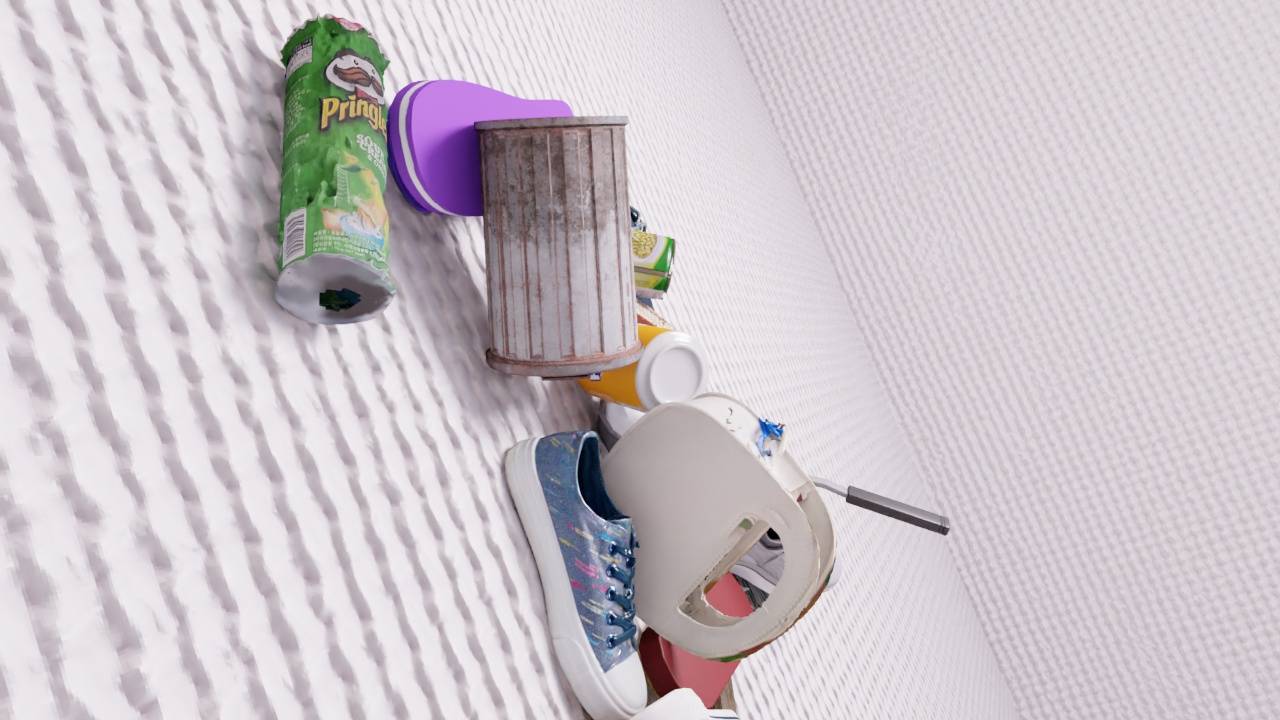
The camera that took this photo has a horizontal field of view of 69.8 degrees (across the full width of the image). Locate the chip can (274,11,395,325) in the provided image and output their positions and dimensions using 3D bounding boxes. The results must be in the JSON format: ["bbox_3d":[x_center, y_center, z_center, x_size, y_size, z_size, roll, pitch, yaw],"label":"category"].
[{"bbox_3d":[-0.206,-0.131,0.619,0.075,0.076,0.223,37,35,-53],"label":"chip can"}]

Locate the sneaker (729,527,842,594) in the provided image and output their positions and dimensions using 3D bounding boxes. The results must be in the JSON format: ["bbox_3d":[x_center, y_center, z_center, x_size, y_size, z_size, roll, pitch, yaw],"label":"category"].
[{"bbox_3d":[0.160,0.193,1.011,0.263,0.129,0.096,27,51,-38],"label":"sneaker"}]

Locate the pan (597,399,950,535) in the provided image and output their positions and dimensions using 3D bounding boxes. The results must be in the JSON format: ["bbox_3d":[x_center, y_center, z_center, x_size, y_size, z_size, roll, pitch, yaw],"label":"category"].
[{"bbox_3d":[0.125,0.109,0.900,0.178,0.357,0.041,-57,164,-67],"label":"pan"}]

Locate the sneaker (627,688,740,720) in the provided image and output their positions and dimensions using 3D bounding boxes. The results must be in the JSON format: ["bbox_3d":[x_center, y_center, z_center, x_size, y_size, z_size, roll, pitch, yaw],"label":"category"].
[{"bbox_3d":[0.041,0.316,0.705,0.087,0.118,0.241,58,8,33],"label":"sneaker"}]

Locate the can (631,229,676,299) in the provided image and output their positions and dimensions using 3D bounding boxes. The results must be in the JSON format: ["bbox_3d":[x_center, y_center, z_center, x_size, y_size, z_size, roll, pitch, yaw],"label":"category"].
[{"bbox_3d":[-0.030,-0.105,0.942,0.067,0.121,0.067,-171,-89,-81],"label":"can"}]

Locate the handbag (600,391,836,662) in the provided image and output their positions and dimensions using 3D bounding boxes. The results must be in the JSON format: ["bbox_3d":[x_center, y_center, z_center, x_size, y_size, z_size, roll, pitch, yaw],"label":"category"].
[{"bbox_3d":[0.061,0.139,0.762,0.199,0.201,0.092,47,23,19],"label":"handbag"}]

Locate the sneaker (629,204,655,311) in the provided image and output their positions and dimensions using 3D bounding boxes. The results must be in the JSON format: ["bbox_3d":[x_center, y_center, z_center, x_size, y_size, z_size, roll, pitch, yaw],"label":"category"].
[{"bbox_3d":[-0.031,-0.127,1.020,0.235,0.087,0.089,56,23,-24],"label":"sneaker"}]

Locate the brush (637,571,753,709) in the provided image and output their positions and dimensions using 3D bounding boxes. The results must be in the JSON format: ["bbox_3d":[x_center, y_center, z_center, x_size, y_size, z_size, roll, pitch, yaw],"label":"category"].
[{"bbox_3d":[0.050,0.256,0.844,0.082,0.042,0.173,58,28,2],"label":"brush"}]

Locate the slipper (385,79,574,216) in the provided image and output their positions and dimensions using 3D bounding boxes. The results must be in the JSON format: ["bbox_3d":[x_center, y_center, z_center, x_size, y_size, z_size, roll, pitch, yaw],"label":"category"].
[{"bbox_3d":[-0.152,-0.185,0.800,0.265,0.084,0.107,-32,124,-63],"label":"slipper"}]

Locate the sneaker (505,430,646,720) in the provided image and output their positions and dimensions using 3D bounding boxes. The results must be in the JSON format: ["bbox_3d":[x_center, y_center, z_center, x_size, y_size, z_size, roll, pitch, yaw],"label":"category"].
[{"bbox_3d":[-0.032,0.164,0.723,0.087,0.079,0.235,6,62,-66],"label":"sneaker"}]

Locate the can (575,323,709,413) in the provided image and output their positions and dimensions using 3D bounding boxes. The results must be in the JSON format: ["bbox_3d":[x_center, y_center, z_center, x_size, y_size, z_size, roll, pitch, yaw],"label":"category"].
[{"bbox_3d":[-0.005,0.005,0.858,0.079,0.143,0.079,-5,100,-31],"label":"can"}]

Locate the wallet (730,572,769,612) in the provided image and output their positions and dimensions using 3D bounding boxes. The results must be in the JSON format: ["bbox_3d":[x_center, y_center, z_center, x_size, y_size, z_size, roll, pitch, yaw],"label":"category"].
[{"bbox_3d":[0.150,0.247,1.118,0.100,0.054,0.131,62,22,10],"label":"wallet"}]

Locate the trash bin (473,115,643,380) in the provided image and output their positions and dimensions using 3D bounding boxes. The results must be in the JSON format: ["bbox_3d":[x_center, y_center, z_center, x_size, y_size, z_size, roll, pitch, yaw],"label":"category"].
[{"bbox_3d":[-0.066,-0.087,0.747,0.130,0.131,0.211,-40,130,-68],"label":"trash bin"}]

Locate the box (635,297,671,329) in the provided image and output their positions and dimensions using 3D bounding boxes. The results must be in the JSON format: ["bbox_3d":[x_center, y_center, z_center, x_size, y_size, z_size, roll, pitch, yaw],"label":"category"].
[{"bbox_3d":[-0.034,-0.041,0.944,0.187,0.083,0.043,31,38,-54],"label":"box"}]

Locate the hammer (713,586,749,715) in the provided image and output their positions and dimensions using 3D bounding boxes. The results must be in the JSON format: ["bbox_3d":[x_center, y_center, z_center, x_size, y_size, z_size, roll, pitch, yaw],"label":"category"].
[{"bbox_3d":[0.080,0.344,0.878,0.147,0.028,0.316,39,33,-41],"label":"hammer"}]
